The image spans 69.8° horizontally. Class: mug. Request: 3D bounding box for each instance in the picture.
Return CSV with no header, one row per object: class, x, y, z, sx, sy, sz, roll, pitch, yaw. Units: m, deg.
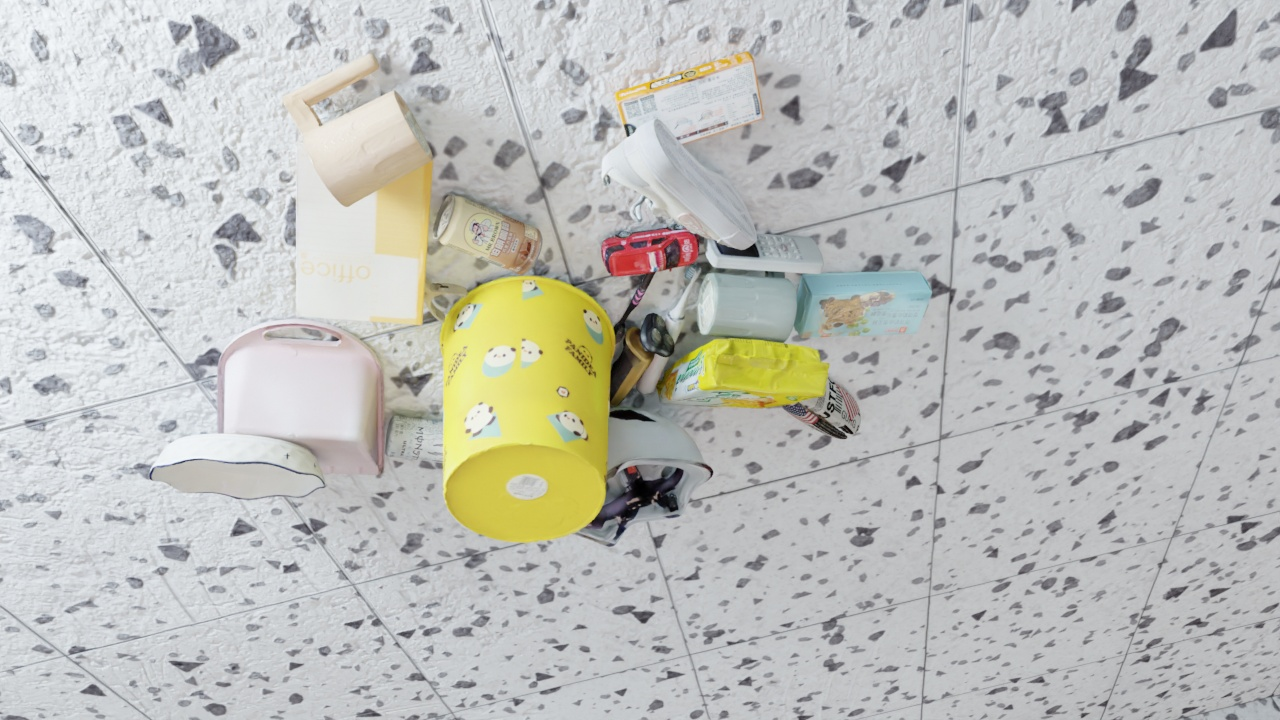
mug,0.131,-0.085,1.150,0.103,0.123,0.084,4,163,-14
mug,-0.288,-0.236,0.939,0.103,0.084,0.125,-27,106,1

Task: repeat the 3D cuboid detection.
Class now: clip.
clip,-0.268,-0.084,1.116,0.099,0.034,0.066,31,119,-36

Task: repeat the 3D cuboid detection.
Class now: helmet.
helmet,-0.036,0.147,1.300,0.259,0.145,0.228,-35,146,25

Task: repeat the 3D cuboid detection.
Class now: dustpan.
dustpan,-0.448,0.058,1.230,0.222,0.138,0.274,5,160,-18

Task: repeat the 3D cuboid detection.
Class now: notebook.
notebook,-0.315,-0.137,1.039,0.145,0.010,0.207,4,118,-14

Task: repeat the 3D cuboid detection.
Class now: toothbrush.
toothbrush,0.003,-0.091,1.180,0.014,0.017,0.190,15,127,-21
toothbrush,0.039,-0.039,1.229,0.026,0.026,0.222,29,129,8

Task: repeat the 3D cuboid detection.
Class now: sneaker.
sneaker,0.046,-0.178,1.040,0.091,0.089,0.242,-26,148,26

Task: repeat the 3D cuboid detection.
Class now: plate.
plate,-0.512,0.137,1.178,0.205,0.045,0.205,-1,159,0

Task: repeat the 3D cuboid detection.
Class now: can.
can,-0.176,-0.145,1.061,0.116,0.058,0.059,20,126,-28
can,-0.279,0.114,1.284,0.146,0.058,0.058,10,130,-20

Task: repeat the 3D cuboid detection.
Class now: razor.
razor,-0.007,0.007,1.240,0.067,0.062,0.168,23,136,-9

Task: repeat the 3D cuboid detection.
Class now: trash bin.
trash bin,-0.139,0.065,1.119,0.229,0.254,0.230,-2,134,-3

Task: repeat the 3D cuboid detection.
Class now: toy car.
toy car,0.013,-0.131,1.119,0.120,0.045,0.053,-11,128,0

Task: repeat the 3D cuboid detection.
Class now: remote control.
remote control,0.153,-0.136,1.140,0.150,0.058,0.021,2,135,-15

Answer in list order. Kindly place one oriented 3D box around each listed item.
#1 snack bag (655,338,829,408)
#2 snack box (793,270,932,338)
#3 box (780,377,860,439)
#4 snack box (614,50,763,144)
snack bag,0.129,0.022,1.212,0.158,0.068,0.247,5,170,-16
snack box,0.296,-0.075,1.233,0.174,0.051,0.074,-2,132,-10
box,0.254,0.072,1.365,0.088,0.076,0.163,-23,140,38
snack box,0.055,-0.279,1.006,0.154,0.026,0.075,-17,135,4
